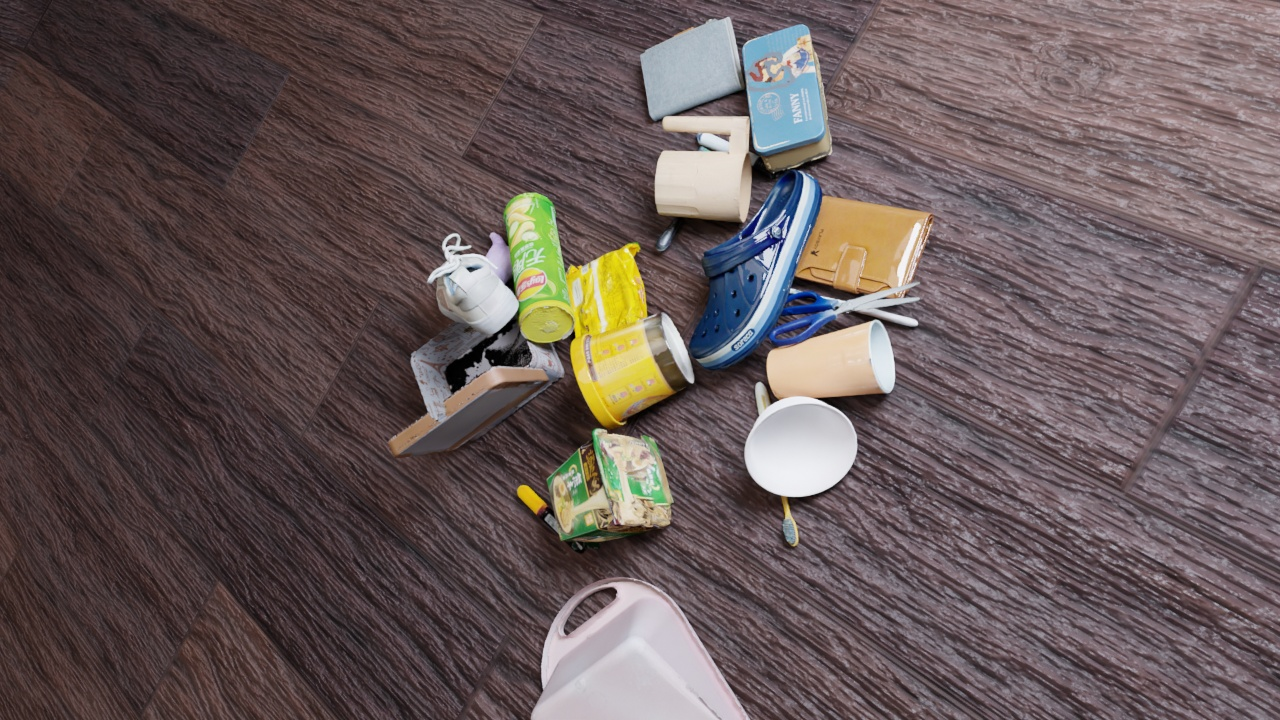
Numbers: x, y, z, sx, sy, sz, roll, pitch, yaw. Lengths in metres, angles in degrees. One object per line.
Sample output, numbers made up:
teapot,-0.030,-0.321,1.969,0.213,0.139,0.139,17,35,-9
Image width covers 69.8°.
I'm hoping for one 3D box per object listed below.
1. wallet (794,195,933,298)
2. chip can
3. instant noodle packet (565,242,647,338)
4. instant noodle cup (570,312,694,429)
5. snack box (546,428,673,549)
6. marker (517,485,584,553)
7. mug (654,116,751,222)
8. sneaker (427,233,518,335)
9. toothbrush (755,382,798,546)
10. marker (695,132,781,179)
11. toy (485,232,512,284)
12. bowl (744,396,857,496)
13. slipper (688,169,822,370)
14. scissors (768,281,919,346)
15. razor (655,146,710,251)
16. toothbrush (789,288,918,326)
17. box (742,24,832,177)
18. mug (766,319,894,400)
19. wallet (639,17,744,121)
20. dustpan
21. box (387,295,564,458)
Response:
wallet,0.249,-0.127,1.032,0.132,0.031,0.107,18,83,33
chip can,-0.134,-0.126,1.195,0.073,0.072,0.221,-29,49,19
instant noodle packet,-0.042,-0.080,1.173,0.111,0.044,0.128,-20,64,25
instant noodle cup,-0.006,0.006,1.089,0.114,0.118,0.118,-24,65,14
snack box,-0.043,0.155,1.070,0.106,0.118,0.117,-30,63,30
marker,-0.111,0.198,1.147,0.124,0.015,0.018,39,97,29
mug,0.076,-0.229,1.099,0.104,0.084,0.125,6,115,15
sneaker,-0.231,-0.102,1.161,0.089,0.091,0.242,-45,27,-6
toothbrush,0.150,0.112,1.022,0.016,0.018,0.191,-18,67,22
marker,0.120,-0.258,1.149,0.131,0.018,0.022,33,59,32
toy,-0.208,-0.123,1.281,0.084,0.039,0.108,32,90,33
bowl,0.166,0.080,0.987,0.118,0.118,0.064,-36,24,15
slipper,0.122,-0.110,1.044,0.252,0.095,0.105,-62,15,-4
scissors,0.218,-0.063,1.001,0.171,0.012,0.140,-31,32,5
razor,0.060,-0.199,1.164,0.043,0.022,0.142,30,91,16
toothbrush,0.225,-0.060,1.034,0.180,0.016,0.016,18,92,33
box,0.176,-0.309,1.100,0.090,0.059,0.184,-14,62,19
mug,0.204,0.006,0.994,0.123,0.078,0.078,-11,70,32
wallet,0.067,-0.384,1.207,0.130,0.037,0.106,-13,80,27
dustpan,0.002,0.388,1.030,0.223,0.138,0.273,-37,89,14
box,-0.223,0.008,1.168,0.180,0.226,0.156,-34,77,18
